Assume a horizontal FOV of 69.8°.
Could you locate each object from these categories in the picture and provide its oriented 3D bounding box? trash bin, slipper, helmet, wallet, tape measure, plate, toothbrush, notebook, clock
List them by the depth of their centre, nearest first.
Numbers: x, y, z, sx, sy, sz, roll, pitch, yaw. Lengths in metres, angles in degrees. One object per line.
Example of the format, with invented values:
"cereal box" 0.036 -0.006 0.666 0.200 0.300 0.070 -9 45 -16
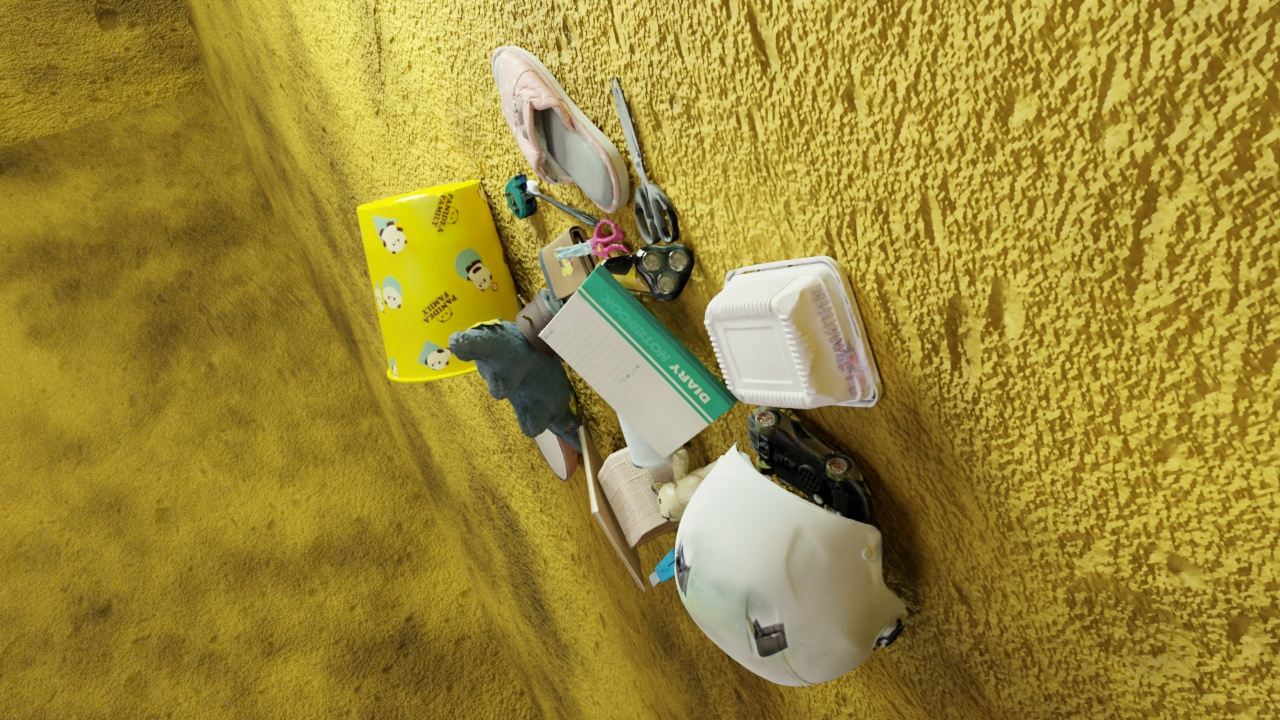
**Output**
"helmet" 0.124 0.221 0.880 0.229 0.145 0.259 34 155 36
"notebook" -0.006 0.006 1.027 0.209 0.012 0.151 45 137 -2
"slipper" -0.105 -0.260 1.037 0.274 0.054 0.114 50 153 27
"toothbrush" -0.097 -0.193 1.133 0.181 0.015 0.018 36 135 47
"wallet" -0.088 -0.117 1.174 0.115 0.033 0.090 -20 94 62
"tape measure" -0.163 -0.217 1.230 0.054 0.025 0.058 65 156 1
"clock" -0.115 -0.042 1.241 0.122 0.055 0.082 44 -166 -31
"notebook" -0.041 0.200 1.267 0.149 0.012 0.211 61 -175 -27
"trash bin" -0.297 -0.124 1.370 0.230 0.229 0.255 17 123 58
"plate" -0.145 0.099 1.467 0.192 0.039 0.193 54 159 31

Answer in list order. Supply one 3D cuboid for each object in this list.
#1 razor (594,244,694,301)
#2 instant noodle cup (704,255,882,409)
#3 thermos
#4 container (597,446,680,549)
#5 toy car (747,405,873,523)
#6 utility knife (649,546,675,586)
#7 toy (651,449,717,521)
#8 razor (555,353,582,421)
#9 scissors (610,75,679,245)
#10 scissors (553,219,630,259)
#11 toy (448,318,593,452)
"razor" -0.004 -0.097 0.987 0.067 0.062 0.168 30 171 -27
"instant noodle cup" 0.123 -0.015 0.817 0.174 0.060 0.138 0 113 62
"thermos" -0.008 0.017 1.100 0.073 0.073 0.224 16 127 59
"container" 0.007 0.170 1.195 0.111 0.090 0.090 60 156 17
"toy car" 0.160 0.099 0.871 0.158 0.042 0.070 37 148 37
"utility knife" 0.039 0.306 1.345 0.034 0.018 0.203 57 156 14
"toy" 0.072 0.153 1.072 0.105 0.066 0.158 44 146 -9
"razor" -0.109 0.048 1.383 0.042 0.022 0.143 -98 -6 -64
"scissors" -0.006 -0.200 0.947 0.173 0.014 0.143 56 154 17
"scissors" -0.063 -0.137 1.087 0.136 0.017 0.064 3 123 47
"toy" -0.161 0.022 1.274 0.356 0.091 0.137 50 -158 -49
